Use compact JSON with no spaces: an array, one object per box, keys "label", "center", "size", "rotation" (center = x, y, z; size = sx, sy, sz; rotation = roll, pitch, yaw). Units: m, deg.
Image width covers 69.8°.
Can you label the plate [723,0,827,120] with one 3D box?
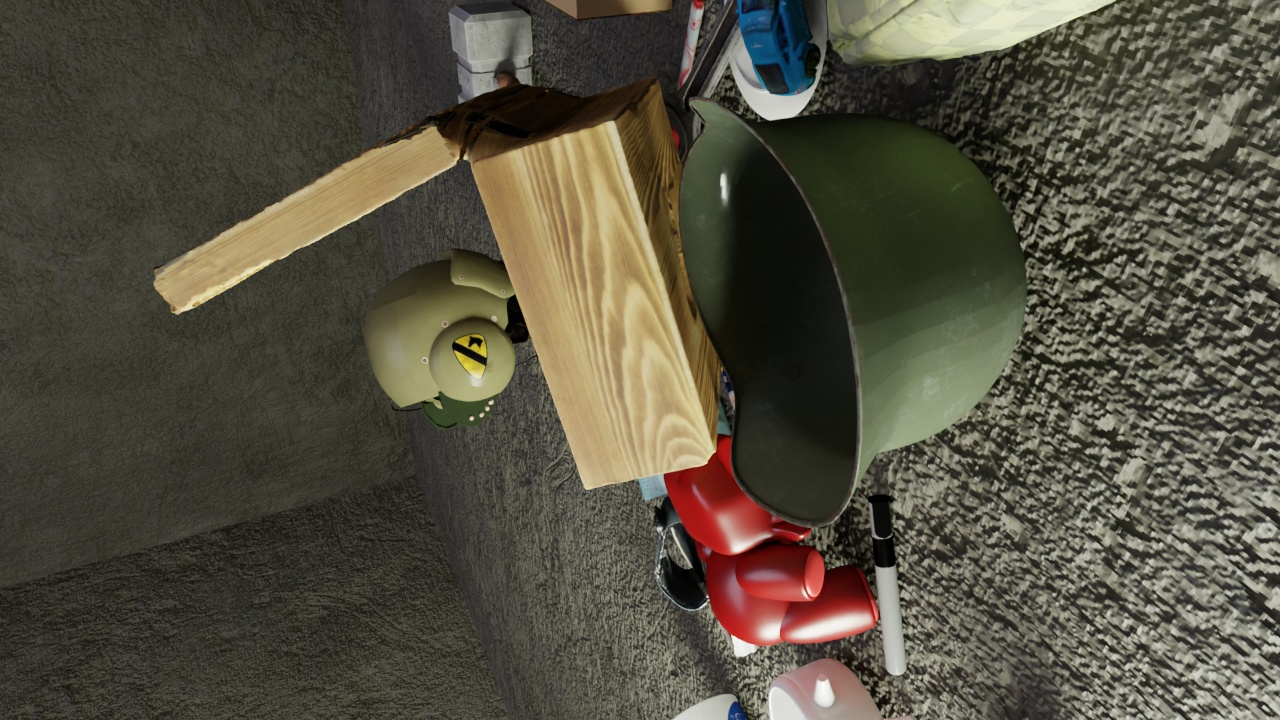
[{"label":"plate","center":[0.089,-0.240,0.656],"size":[0.135,0.011,0.134],"rotation":[165,90,-69]}]

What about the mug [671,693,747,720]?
[{"label":"mug","center":[0.088,0.429,0.996],"size":[0.090,0.091,0.121],"rotation":[60,-173,35]}]

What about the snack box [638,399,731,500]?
[{"label":"snack box","center":[0.040,0.094,0.937],"size":[0.175,0.053,0.075],"rotation":[141,113,-68]}]

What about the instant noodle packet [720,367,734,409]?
[{"label":"instant noodle packet","center":[0.110,0.038,0.761],"size":[0.134,0.026,0.087],"rotation":[-21,88,68]}]

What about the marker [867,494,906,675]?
[{"label":"marker","center":[0.182,0.167,0.676],"size":[0.016,0.016,0.140],"rotation":[-160,58,-65]}]

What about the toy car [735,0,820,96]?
[{"label":"toy car","center":[0.084,-0.224,0.601],"size":[0.048,0.032,0.105],"rotation":[18,133,50]}]

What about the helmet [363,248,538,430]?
[{"label":"helmet","center":[-0.239,-0.033,1.246],"size":[0.251,0.255,0.233],"rotation":[-14,93,68]}]

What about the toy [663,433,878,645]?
[{"label":"toy","center":[0.089,0.128,0.723],"size":[0.197,0.120,0.158],"rotation":[64,164,-16]}]

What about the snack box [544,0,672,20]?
[{"label":"snack box","center":[-0.039,-0.339,0.808],"size":[0.126,0.088,0.040],"rotation":[-130,33,-49]}]

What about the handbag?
[{"label":"handbag","center":[0.154,-0.198,0.388],"size":[0.187,0.113,0.117],"rotation":[177,87,-69]}]

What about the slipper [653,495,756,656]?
[{"label":"slipper","center":[0.049,0.208,0.919],"size":[0.264,0.063,0.111],"rotation":[-136,30,-72]}]

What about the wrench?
[{"label":"wrench","center":[0.060,-0.238,0.694],"size":[0.070,0.010,0.274],"rotation":[69,158,15]}]

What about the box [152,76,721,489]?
[{"label":"box","center":[-0.130,-0.078,0.697],"size":[0.278,0.337,0.287],"rotation":[-71,-33,-66]}]

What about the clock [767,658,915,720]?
[{"label":"clock","center":[0.164,0.313,0.759],"size":[0.161,0.072,0.125],"rotation":[108,142,-66]}]

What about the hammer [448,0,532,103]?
[{"label":"hammer","center":[-0.135,-0.308,1.076],"size":[0.317,0.082,0.163],"rotation":[-132,35,-51]}]

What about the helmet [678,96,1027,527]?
[{"label":"helmet","center":[0.113,-0.048,0.518],"size":[0.268,0.153,0.227],"rotation":[-137,35,-61]}]

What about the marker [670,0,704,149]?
[{"label":"marker","center":[0.037,-0.241,0.784],"size":[0.142,0.012,0.012],"rotation":[101,148,-48]}]
